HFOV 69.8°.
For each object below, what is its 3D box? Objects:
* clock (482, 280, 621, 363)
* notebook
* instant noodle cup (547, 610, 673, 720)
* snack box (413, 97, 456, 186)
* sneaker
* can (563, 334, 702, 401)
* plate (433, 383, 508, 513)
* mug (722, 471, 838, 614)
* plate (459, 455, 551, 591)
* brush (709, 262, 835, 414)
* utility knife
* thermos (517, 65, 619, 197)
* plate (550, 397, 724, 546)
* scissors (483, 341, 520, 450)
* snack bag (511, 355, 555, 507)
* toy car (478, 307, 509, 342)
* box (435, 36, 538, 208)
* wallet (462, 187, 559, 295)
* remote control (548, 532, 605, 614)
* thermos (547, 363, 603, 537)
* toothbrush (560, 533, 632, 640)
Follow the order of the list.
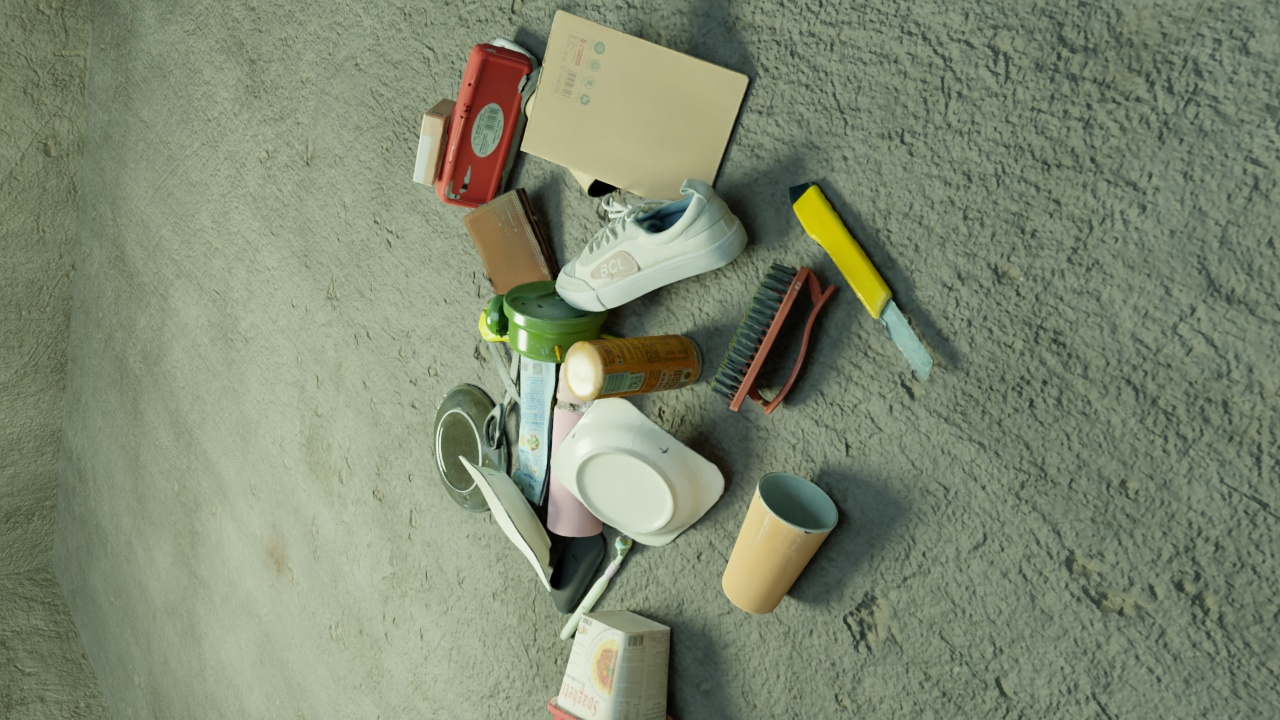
[{"bbox_3d":[-0.108,-0.050,1.042,0.161,0.115,0.056,28,123,37],"label":"clock"},{"bbox_3d":[-0.010,-0.247,0.925,0.208,0.008,0.148,22,113,10],"label":"notebook"},{"bbox_3d":[-0.025,0.346,1.006,0.116,0.116,0.124,8,87,45],"label":"instant noodle cup"},{"bbox_3d":[-0.257,-0.280,1.165,0.157,0.026,0.085,-96,21,-67],"label":"snack box"},{"bbox_3d":[-0.012,-0.120,0.933,0.243,0.089,0.091,-14,124,41],"label":"sneaker"},{"bbox_3d":[-0.005,0.005,0.919,0.058,0.145,0.058,5,98,44],"label":"can"},{"bbox_3d":[-0.242,0.122,1.255,0.180,0.024,0.179,5,98,44],"label":"plate"},{"bbox_3d":[0.124,0.175,0.860,0.078,0.078,0.123,44,128,33],"label":"mug"},{"bbox_3d":[-0.153,0.190,1.122,0.164,0.034,0.164,37,155,50],"label":"plate"},{"bbox_3d":[0.125,-0.021,0.852,0.069,0.063,0.146,27,114,7],"label":"brush"},{"bbox_3d":[0.192,-0.073,0.804,0.033,0.015,0.223,-47,60,36],"label":"utility knife"},{"bbox_3d":[-0.066,-0.253,1.001,0.093,0.092,0.143,-40,73,40],"label":"thermos"},{"bbox_3d":[-0.012,0.128,0.955,0.164,0.034,0.164,36,130,-3],"label":"plate"},{"bbox_3d":[-0.166,0.039,1.173,0.160,0.014,0.181,-51,61,23],"label":"scissors"},{"bbox_3d":[-0.126,0.072,1.094,0.110,0.038,0.191,6,93,59],"label":"snack bag"},{"bbox_3d":[-0.168,-0.048,1.150,0.105,0.032,0.048,-4,88,39],"label":"toy car"},{"bbox_3d":[-0.195,-0.295,1.135,0.100,0.095,0.202,56,133,49],"label":"box"},{"bbox_3d":[-0.157,-0.139,1.123,0.101,0.032,0.124,-18,97,40],"label":"wallet"},{"bbox_3d":[-0.082,0.255,1.107,0.053,0.024,0.137,48,125,33],"label":"remote control"},{"bbox_3d":[-0.066,0.100,1.039,0.087,0.067,0.199,-138,53,-71],"label":"thermos"},{"bbox_3d":[-0.055,0.273,1.087,0.020,0.029,0.190,27,122,-4],"label":"toothbrush"}]
